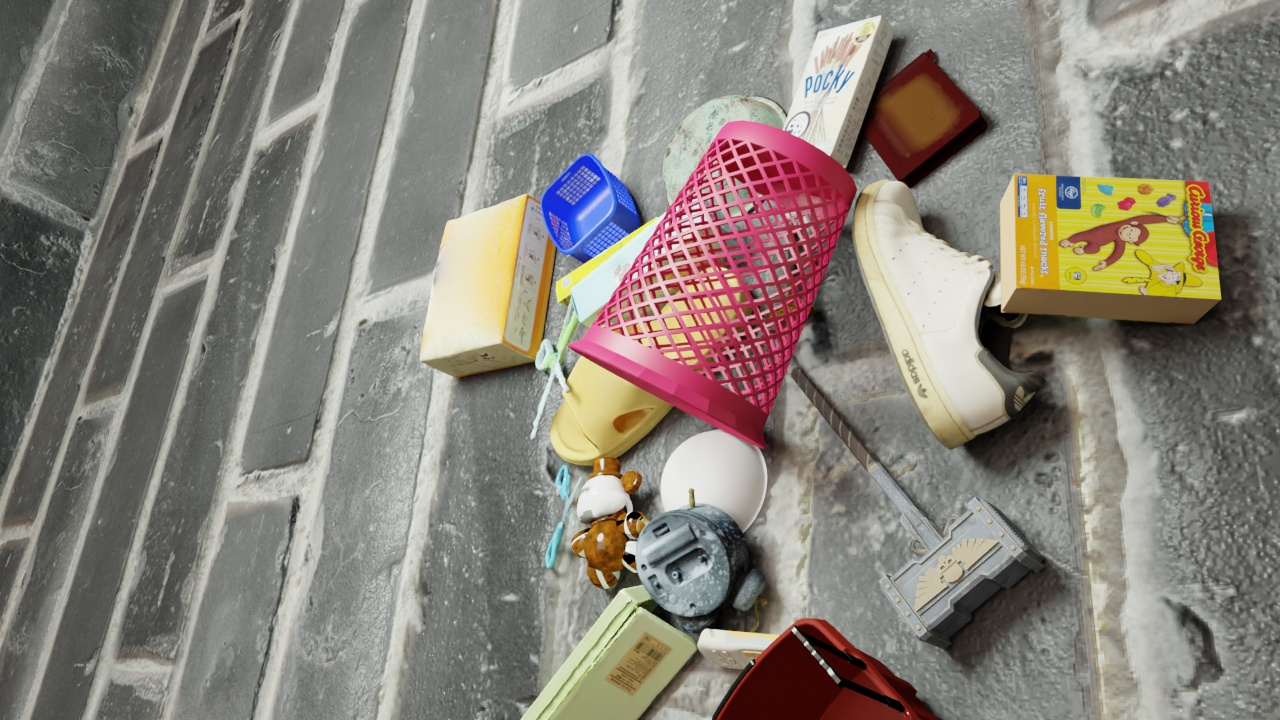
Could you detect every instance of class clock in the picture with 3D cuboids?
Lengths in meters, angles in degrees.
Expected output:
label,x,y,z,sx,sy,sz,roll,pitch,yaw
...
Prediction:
label,x,y,z,sx,sy,sz,roll,pitch,yaw
clock,0.051,0.177,0.766,0.090,0.052,0.129,-36,78,29

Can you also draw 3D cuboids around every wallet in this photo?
label,x,y,z,sx,sy,sz,roll,pitch,yaw
wallet,0.248,-0.221,0.829,0.092,0.018,0.115,-39,47,22

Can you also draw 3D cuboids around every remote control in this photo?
label,x,y,z,sx,sy,sz,roll,pitch,yaw
remote control,0.102,0.230,0.720,0.126,0.038,0.018,-10,42,38

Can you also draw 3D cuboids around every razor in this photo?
label,x,y,z,sx,sy,sz,roll,pitch,yaw
razor,0.141,-0.085,0.854,0.043,0.026,0.105,-18,55,37

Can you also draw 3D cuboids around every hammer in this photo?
label,x,y,z,sx,sy,sz,roll,pitch,yaw
hammer,0.173,0.069,0.739,0.098,0.044,0.321,-46,44,14

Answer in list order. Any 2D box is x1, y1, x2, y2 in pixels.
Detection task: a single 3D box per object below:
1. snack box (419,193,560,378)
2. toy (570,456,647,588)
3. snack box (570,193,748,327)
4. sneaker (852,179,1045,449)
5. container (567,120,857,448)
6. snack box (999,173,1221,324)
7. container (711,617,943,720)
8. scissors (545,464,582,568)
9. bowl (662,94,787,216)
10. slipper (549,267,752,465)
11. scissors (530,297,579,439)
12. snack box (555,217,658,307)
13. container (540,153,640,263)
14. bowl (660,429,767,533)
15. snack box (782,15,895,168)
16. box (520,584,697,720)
label,x,y,z,sx,sy,sz,roll,pitch,yaw
snack box,-0.186,-0.090,1.101,0.145,0.080,0.195,-11,63,37
toy,-0.028,0.148,0.864,0.087,0.067,0.112,-26,45,30
snack box,0.017,-0.088,0.925,0.175,0.075,0.053,-37,49,22
sneaker,0.238,-0.056,0.705,0.103,0.089,0.241,-28,55,30
container,0.073,-0.069,0.768,0.183,0.183,0.225,25,86,45
snack box,0.319,-0.078,0.634,0.126,0.040,0.088,4,70,9
container,0.120,0.245,0.583,0.127,0.200,0.148,-52,45,8
scissors,-0.078,0.157,0.899,0.136,0.015,0.126,-131,54,-79
bowl,0.079,-0.216,0.958,0.158,0.038,0.157,-19,58,34
slipper,-0.005,0.005,0.899,0.264,0.078,0.099,-43,50,17
scissors,-0.091,0.004,0.976,0.169,0.023,0.171,-11,57,62
snack box,-0.025,-0.100,0.993,0.148,0.040,0.028,-29,53,28
container,-0.054,-0.166,1.037,0.096,0.058,0.114,-41,48,19
bowl,0.055,0.108,0.820,0.110,0.040,0.109,-19,58,34
snack box,0.185,-0.254,0.884,0.082,0.026,0.150,8,75,55
box,-0.043,0.282,0.801,0.188,0.077,0.089,-52,46,11
